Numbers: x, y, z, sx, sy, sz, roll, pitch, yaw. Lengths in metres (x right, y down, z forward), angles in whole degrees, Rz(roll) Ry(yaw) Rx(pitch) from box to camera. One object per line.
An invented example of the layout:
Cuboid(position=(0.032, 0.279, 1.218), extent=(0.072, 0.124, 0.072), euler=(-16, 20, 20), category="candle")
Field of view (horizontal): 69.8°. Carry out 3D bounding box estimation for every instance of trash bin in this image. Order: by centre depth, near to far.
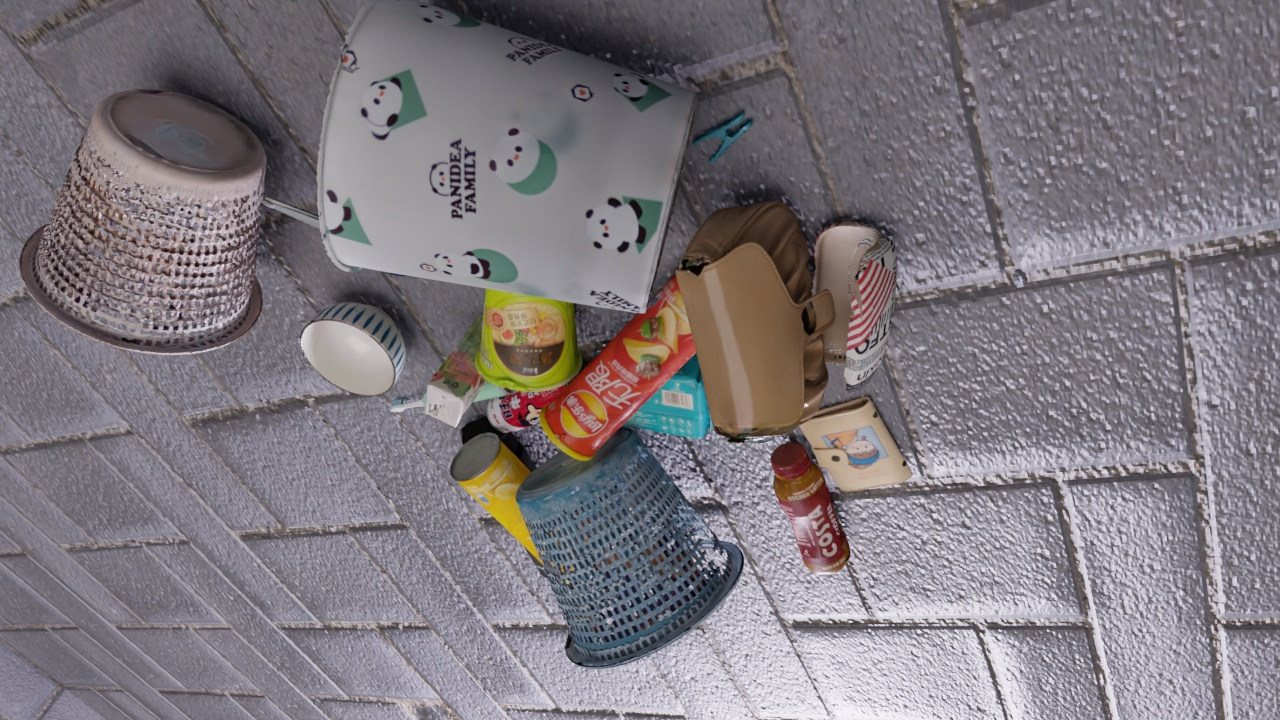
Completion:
Cuboid(position=(-0.096, -0.156, 0.746), extent=(0.252, 0.228, 0.230), euler=(13, 134, 2), category="trash bin")
Cuboid(position=(-0.473, -0.149, 0.914), extent=(0.227, 0.226, 0.193), euler=(29, 122, -6), category="trash bin")
Cuboid(position=(-0.028, 0.190, 1.014), extent=(0.227, 0.225, 0.195), euler=(-22, 102, 35), category="trash bin")

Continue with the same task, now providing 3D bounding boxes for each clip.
Cuboid(position=(0.072, -0.192, 0.784), extent=(0.056, 0.013, 0.039), euler=(-27, 117, 39), category="clip")

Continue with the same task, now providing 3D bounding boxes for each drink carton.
Cuboid(position=(-0.188, 0.009, 0.991), extent=(0.045, 0.122, 0.054), euler=(24, 137, 2), category="drink carton")

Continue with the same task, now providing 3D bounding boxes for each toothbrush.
Cuboid(position=(-0.228, 0.043, 1.087), extent=(0.225, 0.027, 0.026), euler=(-13, 148, 39), category="toothbrush")

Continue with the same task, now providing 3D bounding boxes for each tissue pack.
Cuboid(position=(0.014, 0.031, 0.984), extent=(0.133, 0.050, 0.093), euler=(8, 134, 15), category="tissue pack")

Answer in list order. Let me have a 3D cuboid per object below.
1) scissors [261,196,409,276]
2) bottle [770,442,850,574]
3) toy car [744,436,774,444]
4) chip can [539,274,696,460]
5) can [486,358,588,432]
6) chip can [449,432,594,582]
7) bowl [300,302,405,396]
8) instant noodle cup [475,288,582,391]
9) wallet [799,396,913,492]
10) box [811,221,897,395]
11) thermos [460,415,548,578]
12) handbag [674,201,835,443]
Cuboid(position=(-0.295, -0.135, 0.936), extent=(0.108, 0.012, 0.175), euler=(-17, 144, 23), category="scissors")
Cuboid(position=(0.189, 0.167, 1.034), extent=(0.058, 0.057, 0.175), euler=(-7, 128, 26), category="bottle")
Cuboid(position=(0.112, 0.050, 0.972), extent=(0.043, 0.036, 0.091), euler=(-10, 127, 30), category="toy car")
Cuboid(position=(-0.005, 0.005, 0.901), extent=(0.073, 0.073, 0.217), euler=(40, 110, -16), category="chip can")
Cuboid(position=(-0.113, 0.041, 1.039), extent=(0.133, 0.053, 0.053), euler=(-23, 120, 35), category="can")
Cuboid(position=(-0.133, 0.177, 1.091), extent=(0.072, 0.071, 0.213), euler=(-13, 130, 31), category="chip can")
Cuboid(position=(-0.321, -0.022, 1.054), extent=(0.116, 0.066, 0.117), euler=(11, 134, 11), category="bowl")
Cuboid(position=(-0.113, -0.049, 0.927), extent=(0.112, 0.111, 0.124), euler=(12, 126, 11), category="instant noodle cup")
Cuboid(position=(0.227, 0.093, 0.978), extent=(0.087, 0.024, 0.115), euler=(-20, 122, 28), category="wallet")
Cuboid(position=(0.187, -0.050, 0.837), extent=(0.088, 0.076, 0.163), euler=(28, 143, 35), category="box")
Cuboid(position=(-0.154, 0.173, 1.177), extent=(0.090, 0.068, 0.243), euler=(15, 139, 46), category="thermos")
Cuboid(position=(0.106, -0.032, 0.800), extent=(0.100, 0.147, 0.204), euler=(-1, 113, 37), category="handbag")
